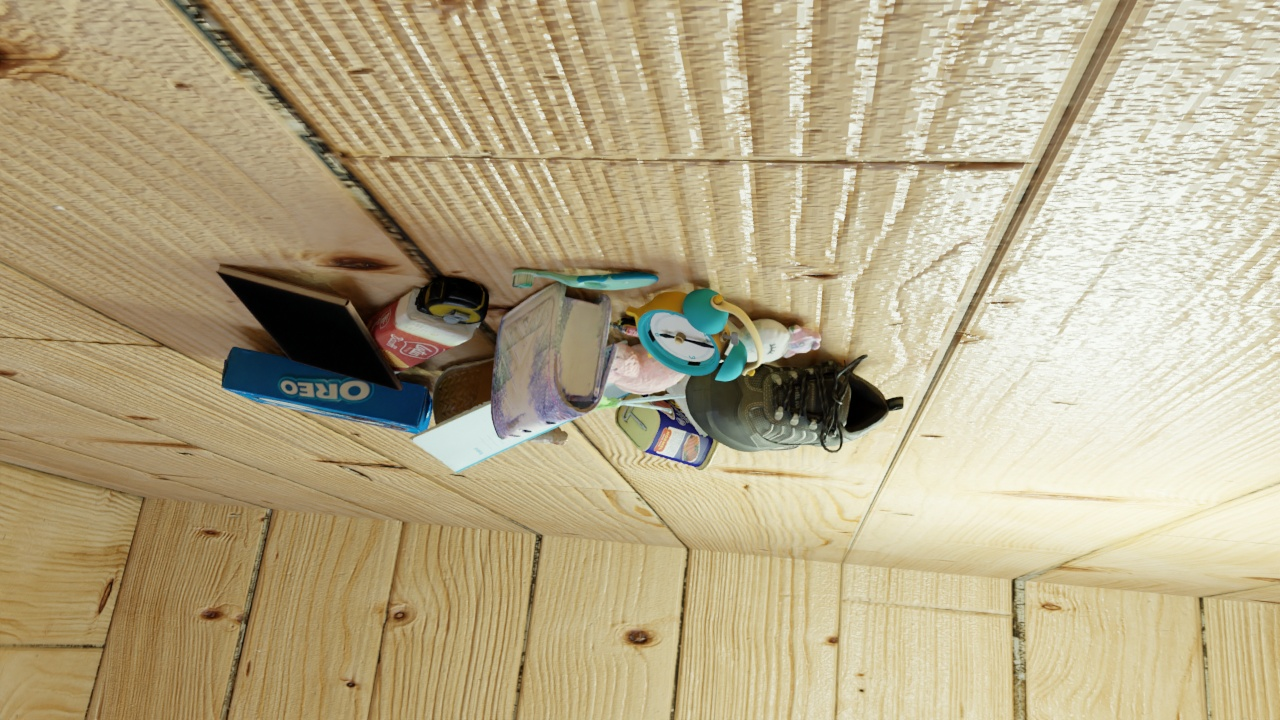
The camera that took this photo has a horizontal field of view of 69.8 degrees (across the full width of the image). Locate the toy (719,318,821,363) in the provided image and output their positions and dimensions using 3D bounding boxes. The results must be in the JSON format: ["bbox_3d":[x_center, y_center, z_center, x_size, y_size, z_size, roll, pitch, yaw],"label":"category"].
[{"bbox_3d":[0.112,-0.018,0.886,0.123,0.038,0.079,1,151,3],"label":"toy"}]

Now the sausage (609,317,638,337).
[{"bbox_3d":[0.044,-0.024,0.923,0.155,0.020,0.020,10,163,-11],"label":"sausage"}]

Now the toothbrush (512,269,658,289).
[{"bbox_3d":[-0.051,-0.071,0.812,0.135,0.017,0.022,3,159,13],"label":"toothbrush"}]

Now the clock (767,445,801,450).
[{"bbox_3d":[0.143,0.082,1.157,0.156,0.061,0.104,15,161,-31],"label":"clock"}]

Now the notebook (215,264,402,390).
[{"bbox_3d":[-0.346,-0.029,0.985,0.141,0.008,0.209,15,156,7],"label":"notebook"}]

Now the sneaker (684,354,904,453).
[{"bbox_3d":[0.174,0.047,0.954,0.237,0.101,0.143,7,167,-30],"label":"sneaker"}]

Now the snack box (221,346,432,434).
[{"bbox_3d":[-0.395,0.044,1.191,0.238,0.056,0.196,12,170,-9],"label":"snack box"}]

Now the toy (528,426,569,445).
[{"bbox_3d":[-0.144,0.078,1.194,0.106,0.085,0.074,-22,151,36],"label":"toy"}]

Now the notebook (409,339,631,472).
[{"bbox_3d":[-0.122,0.058,1.059,0.253,0.009,0.181,-25,162,-3],"label":"notebook"}]

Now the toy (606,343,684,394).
[{"bbox_3d":[-0.006,0.006,0.965,0.105,0.053,0.109,7,163,-38],"label":"toy"}]

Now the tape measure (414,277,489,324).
[{"bbox_3d":[-0.177,-0.055,0.882,0.061,0.034,0.061,16,159,-30],"label":"tape measure"}]

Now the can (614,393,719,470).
[{"bbox_3d":[0.031,0.085,1.155,0.092,0.056,0.116,19,-168,-29],"label":"can"}]

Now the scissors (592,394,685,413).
[{"bbox_3d":[-0.033,0.047,0.996,0.172,0.023,0.172,-9,160,26],"label":"scissors"}]

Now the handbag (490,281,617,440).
[{"bbox_3d":[-0.088,0.006,0.890,0.069,0.126,0.159,14,160,-30],"label":"handbag"}]

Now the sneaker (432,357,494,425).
[{"bbox_3d":[-0.177,0.037,1.134,0.079,0.087,0.236,-4,169,-42],"label":"sneaker"}]

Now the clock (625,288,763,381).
[{"bbox_3d":[0.051,-0.024,0.843,0.130,0.043,0.099,4,137,36],"label":"clock"}]

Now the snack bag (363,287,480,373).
[{"bbox_3d":[-0.257,-0.026,0.998,0.077,0.041,0.226,20,160,-31],"label":"snack bag"}]

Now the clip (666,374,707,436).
[{"bbox_3d":[0.059,0.033,1.048,0.045,0.101,0.056,18,117,-48],"label":"clip"}]
